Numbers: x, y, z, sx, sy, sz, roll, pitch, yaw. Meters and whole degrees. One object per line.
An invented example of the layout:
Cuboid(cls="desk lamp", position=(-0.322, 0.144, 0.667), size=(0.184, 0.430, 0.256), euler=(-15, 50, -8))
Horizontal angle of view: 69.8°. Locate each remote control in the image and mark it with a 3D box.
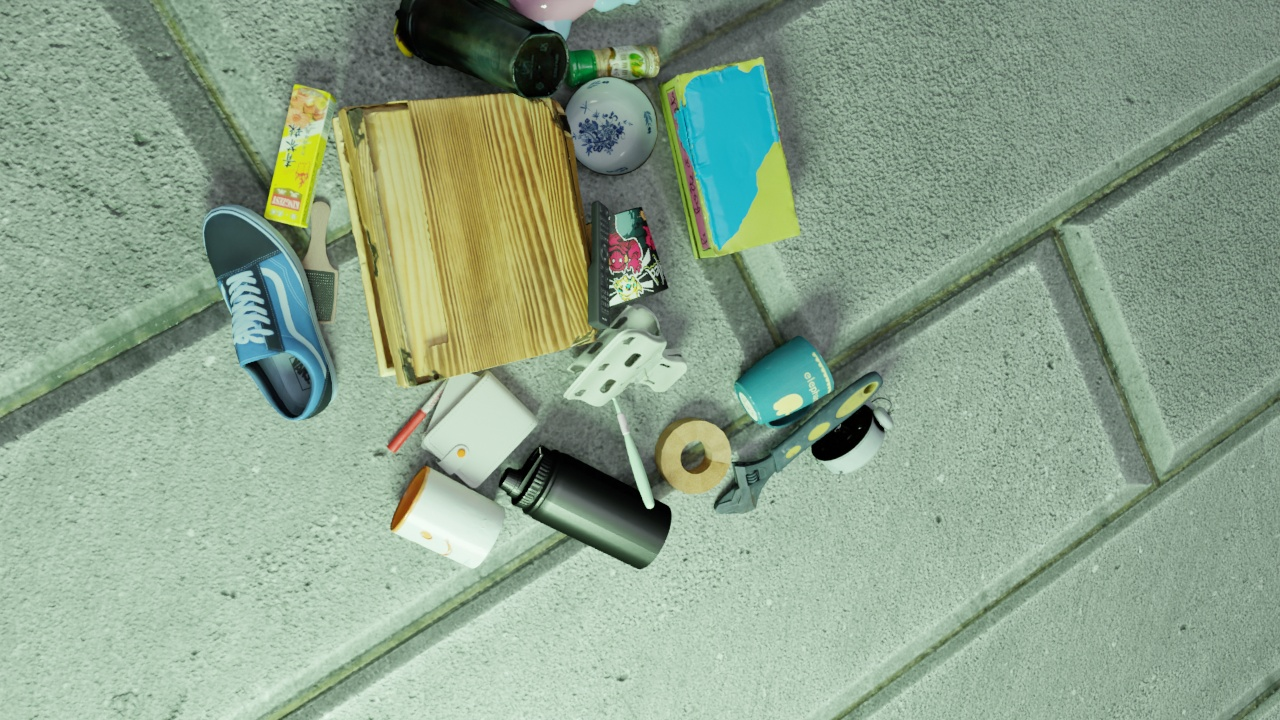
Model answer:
Cuboid(cls="remote control", position=(-0.045, -0.103, 0.986), size=(0.015, 0.032, 0.136), euler=(-5, 79, 21))

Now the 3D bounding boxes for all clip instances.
Cuboid(cls="clip", position=(-0.017, -0.010, 1.089), size=(0.151, 0.127, 0.101), euler=(-6, 58, -52))

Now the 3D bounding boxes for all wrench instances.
Cuboid(cls="wrench", position=(0.201, 0.107, 1.178), size=(0.273, 0.022, 0.073), euler=(-39, 118, 1))

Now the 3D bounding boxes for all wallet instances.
Cuboid(cls="wallet", position=(-0.200, 0.073, 1.073), size=(0.118, 0.037, 0.115), euler=(-47, 106, -11))

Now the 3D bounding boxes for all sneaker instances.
Cuboid(cls="sneaker", position=(-0.394, -0.048, 0.963), size=(0.083, 0.098, 0.241), euler=(-20, 102, 5))

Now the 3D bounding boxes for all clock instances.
Cuboid(cls="clock", position=(0.277, 0.094, 1.185), size=(0.122, 0.094, 0.035), euler=(-46, 109, -2))

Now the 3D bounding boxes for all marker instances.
Cuboid(cls="marker", position=(-0.244, 0.050, 1.070), size=(0.013, 0.013, 0.142), euler=(42, 83, -16))

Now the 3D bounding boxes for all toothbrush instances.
Cuboid(cls="toothbrush", position=(-0.013, 0.105, 1.105), size=(0.015, 0.022, 0.154), euler=(-26, 72, 17))

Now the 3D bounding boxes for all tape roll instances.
Cuboid(cls="tape roll", position=(0.066, 0.120, 1.161), size=(0.094, 0.027, 0.094), euler=(-2, 96, -16))

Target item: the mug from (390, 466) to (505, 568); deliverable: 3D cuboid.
Cuboid(cls="mug", position=(-0.221, 0.180, 1.054), size=(0.105, 0.082, 0.082), euler=(31, 86, -18))

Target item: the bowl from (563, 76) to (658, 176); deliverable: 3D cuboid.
Cuboid(cls="bowl", position=(-0.040, -0.272, 1.079), size=(0.114, 0.045, 0.114), euler=(-2, 97, -16))

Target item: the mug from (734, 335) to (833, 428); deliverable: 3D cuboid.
Cuboid(cls="mug", position=(0.181, 0.040, 1.166), size=(0.104, 0.084, 0.112), euler=(-30, 132, -7))

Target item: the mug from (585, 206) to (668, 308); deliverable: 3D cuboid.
Cuboid(cls="mug", position=(-0.015, -0.120, 1.073), size=(0.082, 0.117, 0.098), euler=(-16, 96, 22))

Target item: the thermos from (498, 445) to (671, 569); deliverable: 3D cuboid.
Cuboid(cls="thermos", position=(-0.068, 0.170, 1.096), size=(0.198, 0.086, 0.086), euler=(29, 87, -17))

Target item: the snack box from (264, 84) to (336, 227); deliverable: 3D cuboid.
Cuboid(cls="snack box", position=(-0.368, -0.220, 0.993), size=(0.040, 0.029, 0.148), euler=(13, 92, -5))

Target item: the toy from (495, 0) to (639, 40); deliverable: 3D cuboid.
Cuboid(cls="toy", position=(-0.067, -0.433, 1.026), size=(0.171, 0.120, 0.222), euler=(24, 88, -8))

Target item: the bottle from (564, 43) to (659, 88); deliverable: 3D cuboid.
Cuboid(cls="bottle", position=(-0.034, -0.346, 1.075), size=(0.111, 0.043, 0.043), euler=(-11, 99, -16))

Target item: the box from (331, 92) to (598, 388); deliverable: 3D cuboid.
Cuboid(cls="box", position=(-0.176, -0.135, 0.983), size=(0.251, 0.192, 0.279), euler=(-11, 97, -17))

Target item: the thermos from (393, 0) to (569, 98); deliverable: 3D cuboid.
Cuboid(cls="thermos", position=(-0.170, -0.336, 0.955), size=(0.098, 0.221, 0.098), euler=(-30, 139, -31))

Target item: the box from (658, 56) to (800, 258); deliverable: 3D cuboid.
Cuboid(cls="box", position=(0.107, -0.243, 1.112), size=(0.124, 0.079, 0.221), euler=(-18, 98, -14))

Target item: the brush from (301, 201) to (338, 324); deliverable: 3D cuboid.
Cuboid(cls="brush", position=(-0.360, -0.109, 1.017), size=(0.050, 0.015, 0.136), euler=(5, 94, -16))
